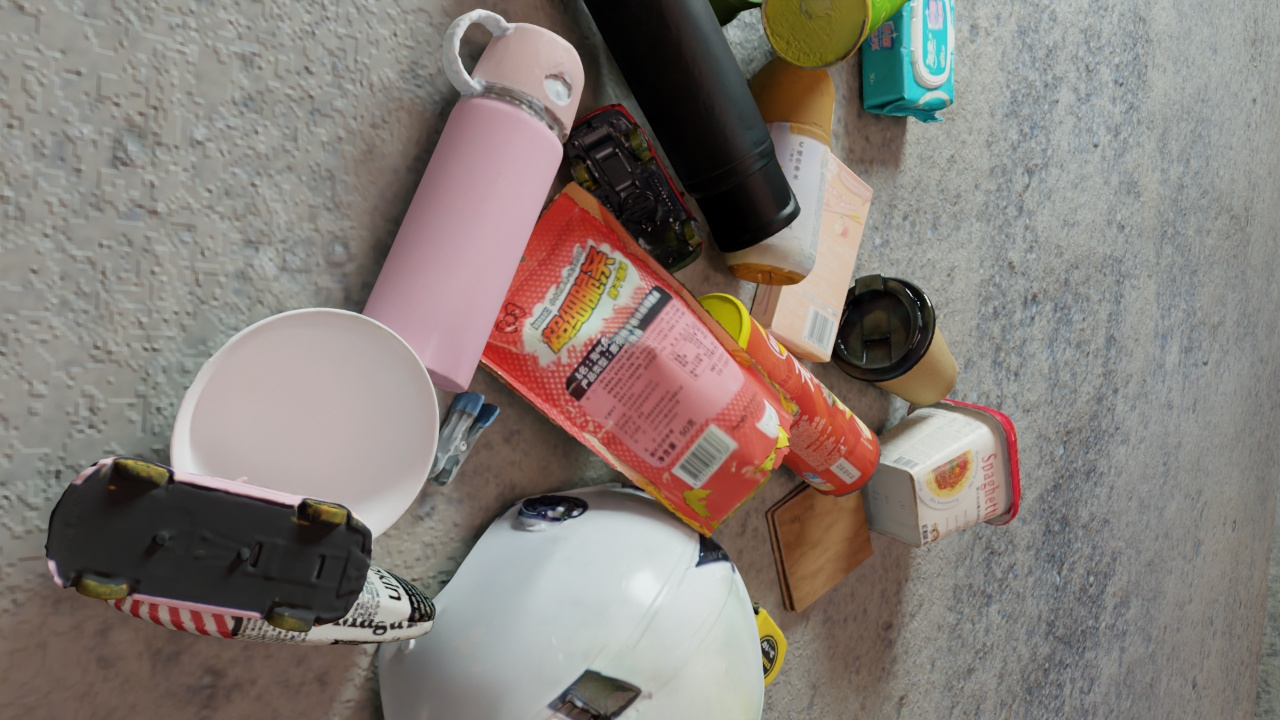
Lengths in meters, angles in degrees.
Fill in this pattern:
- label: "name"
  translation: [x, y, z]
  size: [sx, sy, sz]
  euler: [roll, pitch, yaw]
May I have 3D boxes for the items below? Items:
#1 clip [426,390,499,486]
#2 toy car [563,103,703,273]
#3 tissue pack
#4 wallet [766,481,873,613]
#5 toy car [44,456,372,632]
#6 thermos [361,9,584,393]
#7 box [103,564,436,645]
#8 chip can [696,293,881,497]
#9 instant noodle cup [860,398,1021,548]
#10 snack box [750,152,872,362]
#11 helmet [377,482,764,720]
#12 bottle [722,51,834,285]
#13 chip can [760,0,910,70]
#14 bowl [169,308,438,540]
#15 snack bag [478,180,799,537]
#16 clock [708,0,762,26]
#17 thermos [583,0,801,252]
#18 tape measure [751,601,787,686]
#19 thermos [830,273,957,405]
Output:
- label: "clip"
  translation: [-0.106, 0.045, 0.525]
  size: [0.038, 0.026, 0.058]
  euler: [45, 68, -46]
- label: "toy car"
  translation: [-0.002, -0.108, 0.587]
  size: [0.120, 0.053, 0.045]
  euler: [58, 18, -30]
- label: "tissue pack"
  translation: [0.235, -0.275, 0.801]
  size: [0.093, 0.050, 0.133]
  euler: [-14, 104, -43]
- label: "wallet"
  translation: [0.157, 0.149, 0.796]
  size: [0.115, 0.020, 0.101]
  euler: [-28, 112, -36]
- label: "toy car"
  translation: [-0.171, 0.075, 0.374]
  size: [0.122, 0.037, 0.056]
  euler: [20, 80, -27]
- label: "thermos"
  translation: [-0.094, -0.089, 0.491]
  size: [0.087, 0.067, 0.198]
  euler: [31, 75, -44]
- label: "box"
  translation: [-0.172, 0.109, 0.440]
  size: [0.164, 0.068, 0.051]
  euler: [24, 97, -46]
- label: "chip can"
  translation: [0.105, 0.033, 0.694]
  size: [0.216, 0.073, 0.073]
  euler: [37, 69, -40]
- label: "instant noodle cup"
  translation: [0.265, 0.104, 0.839]
  size: [0.124, 0.117, 0.116]
  euler: [-20, 108, -28]
- label: "snack box"
  translation: [0.141, -0.085, 0.747]
  size: [0.084, 0.026, 0.157]
  euler: [25, 77, -42]
- label: "helmet"
  translation: [-0.010, 0.196, 0.548]
  size: [0.257, 0.146, 0.229]
  euler: [-29, 114, -39]
- label: "bottle"
  translation: [0.105, -0.152, 0.675]
  size: [0.068, 0.068, 0.189]
  euler: [15, 81, -44]
- label: "chip can"
  translation: [0.157, -0.272, 0.658]
  size: [0.220, 0.073, 0.072]
  euler: [-48, 126, -48]
- label: "bowl"
  translation: [-0.163, 0.030, 0.434]
  size: [0.118, 0.065, 0.118]
  euler: [-9, 105, -35]
- label: "snack bag"
  translation: [-0.003, 0.003, 0.561]
  size: [0.208, 0.073, 0.128]
  euler: [41, 72, -8]
- label: "clock"
  translation: [0.052, -0.304, 0.616]
  size: [0.115, 0.056, 0.161]
  euler: [-17, 106, -43]
- label: "thermos"
  translation: [0.020, -0.188, 0.574]
  size: [0.068, 0.089, 0.242]
  euler: [-26, 109, 9]
- label: "tape measure"
  translation: [0.088, 0.230, 0.729]
  size: [0.057, 0.029, 0.060]
  euler: [-55, 128, -27]
- label: "thermos"
  translation: [0.226, -0.011, 0.800]
  size: [0.143, 0.093, 0.093]
  euler: [30, 74, -50]
